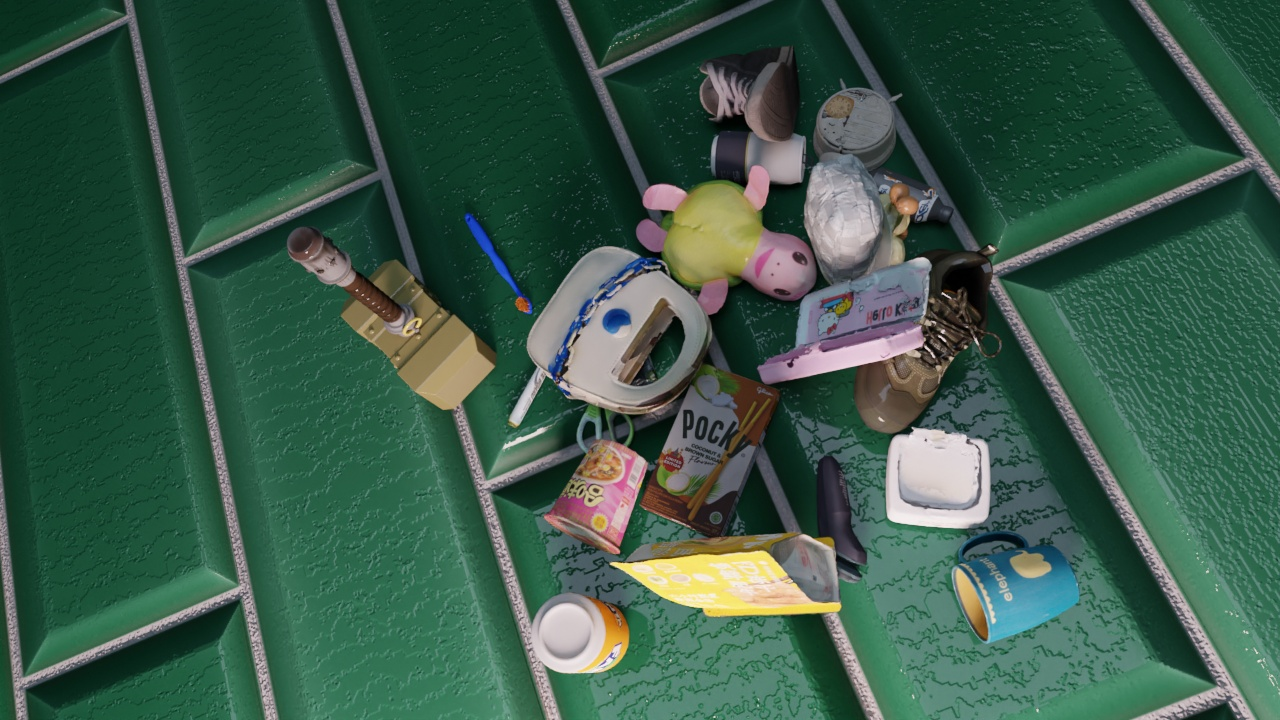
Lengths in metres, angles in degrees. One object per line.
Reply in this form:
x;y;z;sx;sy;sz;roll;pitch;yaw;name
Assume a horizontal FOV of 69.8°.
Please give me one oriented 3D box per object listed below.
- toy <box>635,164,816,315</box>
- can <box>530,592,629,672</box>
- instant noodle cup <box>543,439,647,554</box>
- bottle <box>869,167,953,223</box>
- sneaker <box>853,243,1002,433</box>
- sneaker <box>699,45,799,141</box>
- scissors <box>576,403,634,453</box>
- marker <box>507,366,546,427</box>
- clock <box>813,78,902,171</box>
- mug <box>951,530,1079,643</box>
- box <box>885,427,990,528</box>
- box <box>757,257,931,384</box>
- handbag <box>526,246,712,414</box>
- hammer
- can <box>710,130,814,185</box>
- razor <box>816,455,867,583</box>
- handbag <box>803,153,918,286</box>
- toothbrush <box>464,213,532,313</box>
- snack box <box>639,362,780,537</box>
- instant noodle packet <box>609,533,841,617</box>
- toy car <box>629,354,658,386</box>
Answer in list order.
0.105;-0.147;1.130;0.238;0.087;0.190;22;95;17;toy
-0.061;0.296;0.992;0.079;0.142;0.079;-4;71;11;can
-0.045;0.155;1.068;0.098;0.098;0.108;20;69;18;instant noodle cup
0.327;-0.198;1.121;0.112;0.047;0.047;27;80;19;bottle
0.334;-0.026;1.003;0.101;0.143;0.237;30;74;-15;sneaker
0.129;-0.329;1.140;0.120;0.095;0.234;-5;34;17;sneaker
-0.044;0.032;1.146;0.078;0.033;0.175;-8;74;13;scissors
-0.128;0.019;1.167;0.017;0.017;0.146;24;79;19;marker
0.262;-0.277;1.153;0.103;0.061;0.156;20;76;18;clock
0.385;0.226;0.958;0.104;0.084;0.112;-18;40;0;mug
0.325;0.126;1.001;0.107;0.076;0.102;3;74;11;box
0.232;-0.029;1.024;0.073;0.202;0.149;50;59;-15;box
-0.021;-0.031;1.091;0.200;0.093;0.200;25;76;25;handbag
-0.309;-0.071;1.069;0.190;0.325;0.100;41;84;21;hammer
0.157;-0.258;1.168;0.127;0.064;0.064;5;73;14;can
0.221;0.176;1.026;0.052;0.047;0.142;-17;64;33;razor
0.253;-0.161;1.058;0.123;0.171;0.112;-12;70;8;handbag
-0.193;-0.132;1.229;0.016;0.018;0.182;-44;67;22;toothbrush
0.083;0.106;1.082;0.101;0.031;0.185;20;77;18;snack box
0.091;0.209;0.928;0.163;0.221;0.084;-9;69;27;instant noodle packet
-0.007;0.007;1.134;0.048;0.033;0.105;-24;56;11;toy car
